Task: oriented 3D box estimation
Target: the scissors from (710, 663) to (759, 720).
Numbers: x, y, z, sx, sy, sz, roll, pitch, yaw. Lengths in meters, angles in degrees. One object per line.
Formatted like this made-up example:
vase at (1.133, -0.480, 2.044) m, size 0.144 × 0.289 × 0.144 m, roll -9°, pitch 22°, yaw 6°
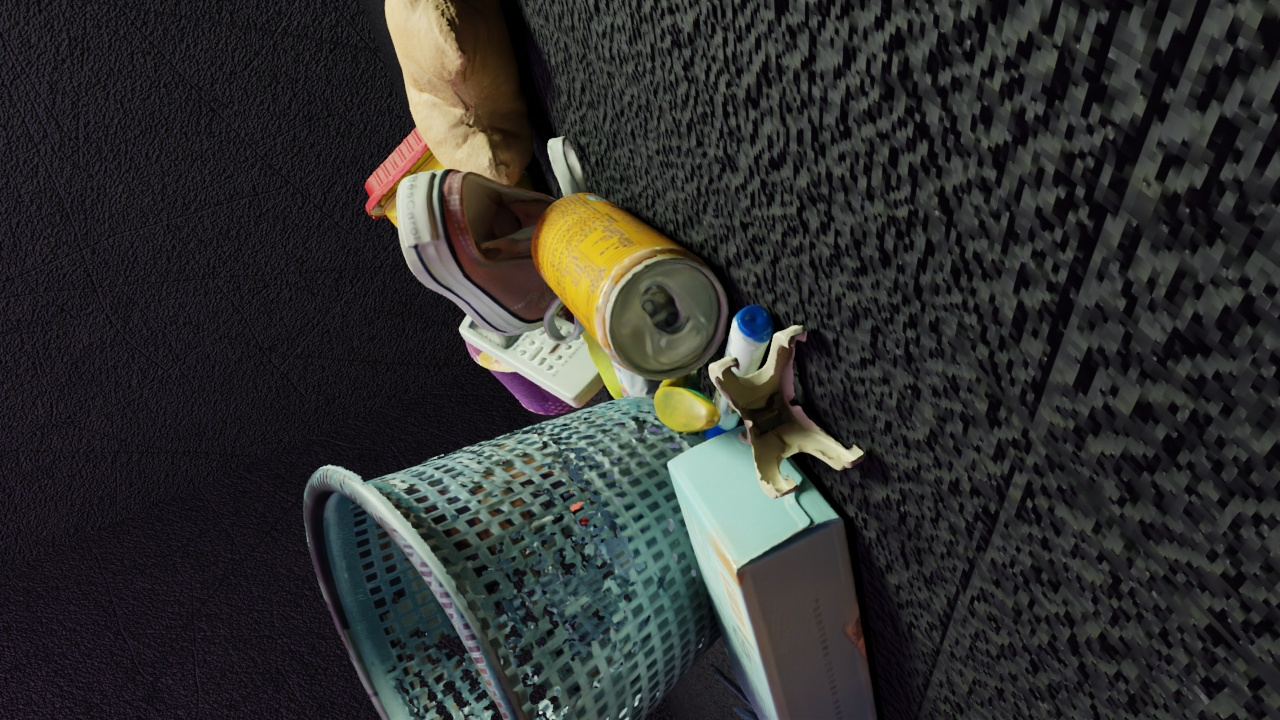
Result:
scissors at (0.088, 0.215, 0.529) m, size 0.135 × 0.017 × 0.108 m, roll 42°, pitch -176°, yaw -1°

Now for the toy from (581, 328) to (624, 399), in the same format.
toy at (-0.024, -0.014, 0.668) m, size 0.100 × 0.031 × 0.097 m, roll -129°, pitch 20°, yaw -59°

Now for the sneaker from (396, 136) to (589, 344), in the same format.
sneaker at (-0.070, -0.069, 0.586) m, size 0.241 × 0.088 × 0.118 m, roll 30°, pitch -126°, yaw -80°

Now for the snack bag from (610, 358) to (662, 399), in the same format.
snack bag at (-0.004, 0.004, 0.607) m, size 0.045 × 0.026 × 0.105 m, roll 9°, pitch 125°, yaw 57°

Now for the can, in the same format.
can at (-0.011, -0.041, 0.447) m, size 0.146 × 0.058 × 0.058 m, roll -133°, pitch 21°, yaw -62°

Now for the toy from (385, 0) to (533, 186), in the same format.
toy at (-0.122, -0.218, 0.589) m, size 0.143 × 0.082 × 0.226 m, roll 54°, pitch 161°, yaw 39°

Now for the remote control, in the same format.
remote control at (-0.086, -0.015, 0.759) m, size 0.150 × 0.058 × 0.021 m, roll 28°, pitch 156°, yaw 33°

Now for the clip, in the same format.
clip at (0.054, 0.030, 0.345) m, size 0.102 × 0.035 × 0.095 m, roll 74°, pitch 170°, yaw -61°

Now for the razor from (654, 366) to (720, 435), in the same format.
razor at (0.021, 0.020, 0.421) m, size 0.132 × 0.028 × 0.043 m, roll -125°, pitch 41°, yaw -87°

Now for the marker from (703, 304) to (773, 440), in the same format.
marker at (0.042, 0.011, 0.411) m, size 0.146 × 0.017 × 0.017 m, roll 92°, pitch 153°, yaw -69°

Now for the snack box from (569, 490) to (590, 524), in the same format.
snack box at (-0.024, 0.086, 0.743) m, size 0.082 × 0.091 × 0.080 m, roll 66°, pitch 164°, yaw 5°

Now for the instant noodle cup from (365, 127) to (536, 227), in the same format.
instant noodle cup at (-0.138, -0.122, 0.750) m, size 0.123 × 0.116 × 0.115 m, roll 54°, pitch -155°, yaw 2°

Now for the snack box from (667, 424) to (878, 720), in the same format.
snack box at (0.066, 0.118, 0.433) m, size 0.074 × 0.051 × 0.175 m, roll -124°, pitch 14°, yaw -53°

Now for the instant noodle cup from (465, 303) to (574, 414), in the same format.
instant noodle cup at (-0.089, -0.010, 0.834) m, size 0.111 × 0.111 × 0.099 m, roll 58°, pitch 177°, yaw 39°

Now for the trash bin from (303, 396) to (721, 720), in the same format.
trash bin at (-0.045, 0.123, 0.516) m, size 0.227 × 0.194 × 0.227 m, roll 32°, pitch 135°, yaw 38°
